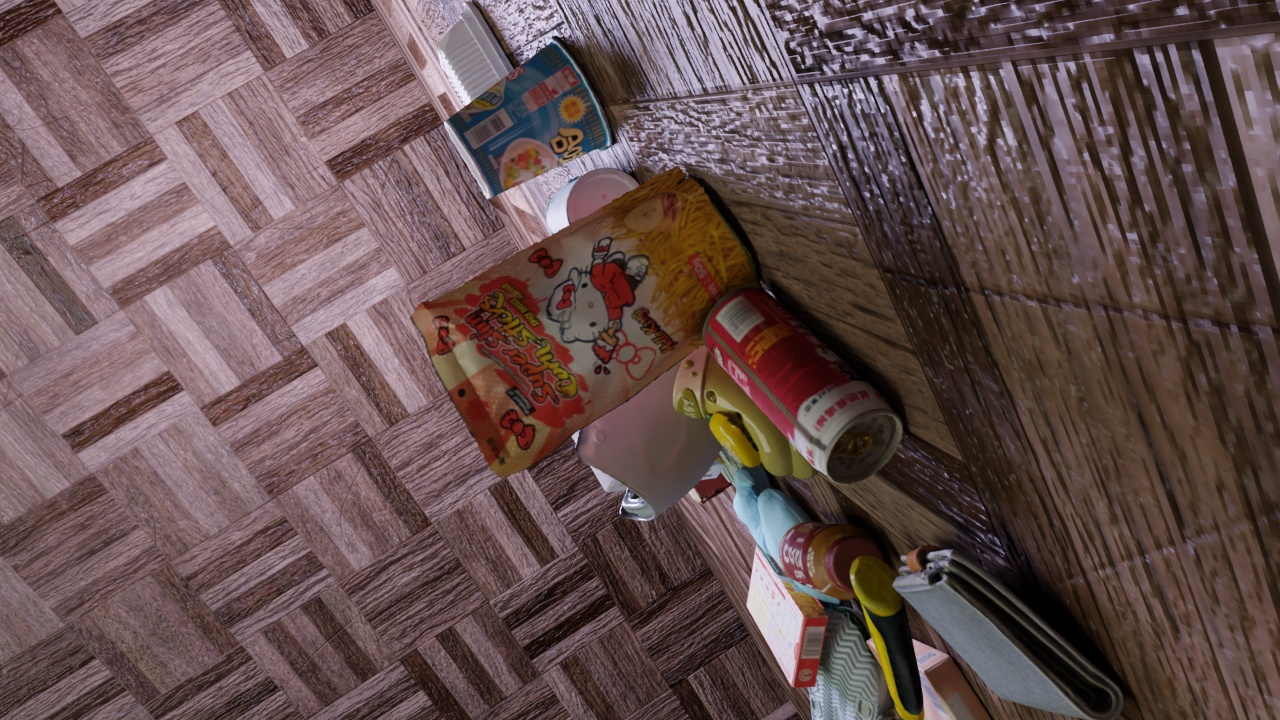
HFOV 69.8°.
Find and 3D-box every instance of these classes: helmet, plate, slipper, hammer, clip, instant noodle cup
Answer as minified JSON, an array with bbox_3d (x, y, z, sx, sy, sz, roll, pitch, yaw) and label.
[{"bbox_3d":[-0.005,0.005,0.833,0.229,0.146,0.258,66,178,-58],"label":"helmet"},{"bbox_3d":[0.077,0.066,1.045,0.230,0.027,0.230,58,174,9],"label":"plate"},{"bbox_3d":[0.061,0.018,0.681,0.190,0.081,0.092,58,177,30],"label":"slipper"},{"bbox_3d":[0.204,0.256,0.693,0.126,0.032,0.323,52,170,48],"label":"hammer"},{"bbox_3d":[0.223,0.356,0.913,0.104,0.074,0.246,35,136,57],"label":"slipper"},{"bbox_3d":[0.186,0.239,0.944,0.057,0.014,0.046,47,160,50],"label":"clip"},{"bbox_3d":[-0.093,-0.187,0.736,0.099,0.110,0.099,57,173,10],"label":"instant noodle cup"},{"bbox_3d":[-0.167,-0.298,1.028,0.173,0.060,0.138,60,174,-7],"label":"instant noodle cup"}]

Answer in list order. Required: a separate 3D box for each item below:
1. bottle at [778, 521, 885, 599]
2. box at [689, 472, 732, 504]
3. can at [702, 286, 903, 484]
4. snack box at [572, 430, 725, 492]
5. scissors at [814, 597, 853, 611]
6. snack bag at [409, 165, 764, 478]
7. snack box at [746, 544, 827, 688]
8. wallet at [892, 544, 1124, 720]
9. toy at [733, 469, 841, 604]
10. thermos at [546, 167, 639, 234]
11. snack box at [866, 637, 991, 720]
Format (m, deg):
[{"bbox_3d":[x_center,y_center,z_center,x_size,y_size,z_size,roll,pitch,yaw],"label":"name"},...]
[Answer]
[{"bbox_3d":[0.154,0.160,0.743,0.057,0.057,0.175,57,174,7],"label":"bottle"},{"bbox_3d":[0.051,0.105,1.203,0.168,0.077,0.091,58,174,2],"label":"box"},{"bbox_3d":[0.090,0.011,0.529,0.132,0.053,0.053,51,171,47],"label":"can"},{"bbox_3d":[0.010,0.095,0.982,0.084,0.156,0.027,54,129,35],"label":"snack box"},{"bbox_3d":[0.227,0.282,0.959,0.230,0.021,0.221,64,168,-23],"label":"scissors"},{"bbox_3d":[-0.033,-0.030,0.590,0.128,0.208,0.073,58,179,8],"label":"snack bag"},{"bbox_3d":[0.146,0.256,0.938,0.155,0.027,0.077,-124,39,-72],"label":"snack box"},{"bbox_3d":[0.186,0.140,0.490,0.106,0.037,0.130,45,172,14],"label":"wallet"},{"bbox_3d":[0.144,0.172,0.910,0.161,0.049,0.156,58,167,14],"label":"toy"},{"bbox_3d":[-0.048,-0.138,0.845,0.073,0.073,0.224,59,174,-12],"label":"thermos"},{"bbox_3d":[0.241,0.274,0.760,0.084,0.026,0.157,58,174,6],"label":"snack box"}]
